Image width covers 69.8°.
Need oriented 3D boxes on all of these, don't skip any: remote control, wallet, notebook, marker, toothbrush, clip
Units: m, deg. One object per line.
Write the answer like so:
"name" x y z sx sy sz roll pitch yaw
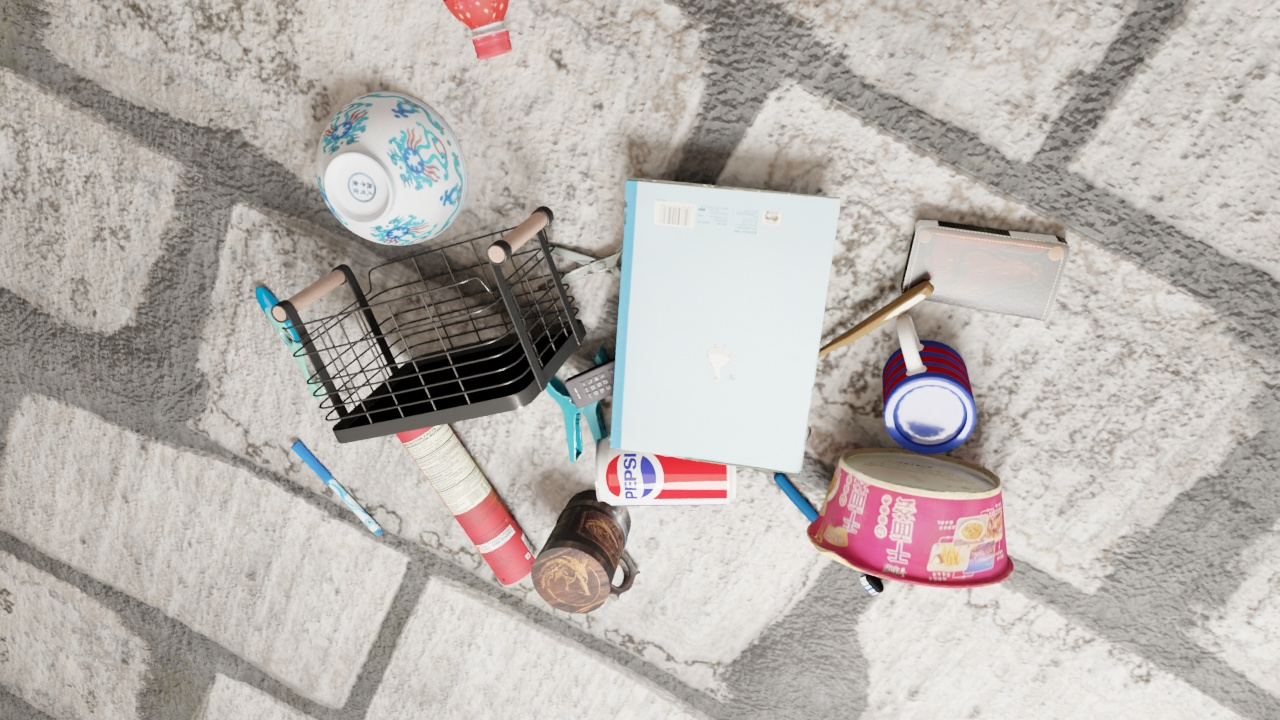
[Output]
"remote control" -0.005 0.005 0.873 0.136 0.015 0.032 -24 113 7
"wallet" 0.289 -0.077 0.775 0.123 0.019 0.072 10 118 9
"notebook" 0.067 -0.026 0.806 0.181 0.009 0.254 8 110 8
"marker" -0.344 0.146 1.043 0.013 0.013 0.142 -34 103 25
"toothbrush" 0.190 -0.022 0.817 0.016 0.016 0.167 42 127 -16
"clip" -0.042 0.037 0.911 0.121 0.031 0.130 -26 106 19
"toothbrush" 0.189 0.174 0.923 0.167 0.014 0.014 47 128 -9
"toothbrush" -0.368 -0.018 0.971 0.022 0.017 0.135 -18 107 21

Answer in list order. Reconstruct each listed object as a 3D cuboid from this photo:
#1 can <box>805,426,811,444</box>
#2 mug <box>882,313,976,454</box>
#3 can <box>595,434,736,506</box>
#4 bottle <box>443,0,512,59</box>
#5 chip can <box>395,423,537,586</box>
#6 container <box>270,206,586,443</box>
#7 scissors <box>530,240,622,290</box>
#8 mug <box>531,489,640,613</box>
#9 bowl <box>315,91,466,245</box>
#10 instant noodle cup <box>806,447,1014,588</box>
"can" 0.106 0.053 0.863 0.101 0.054 0.055 34 118 -4
"mug" 0.244 0.015 0.798 0.075 0.076 0.112 -16 110 20
"can" 0.025 0.105 0.889 0.132 0.070 0.070 -1 115 4
"bottle" -0.138 -0.317 0.744 0.062 0.061 0.137 -8 112 17
"chip can" -0.184 0.144 0.980 0.052 0.051 0.215 -24 107 23
"container" -0.182 -0.034 0.826 0.242 0.162 0.130 -12 112 22
"scissors" -0.024 -0.078 0.851 0.162 0.014 0.142 46 122 -6
"mug" -0.047 0.207 0.944 0.080 0.107 0.116 -30 105 24
"bowl" -0.239 -0.165 0.833 0.144 0.074 0.144 6 116 11
"instant noodle cup" 0.241 0.130 0.812 0.179 0.178 0.078 7 100 10
